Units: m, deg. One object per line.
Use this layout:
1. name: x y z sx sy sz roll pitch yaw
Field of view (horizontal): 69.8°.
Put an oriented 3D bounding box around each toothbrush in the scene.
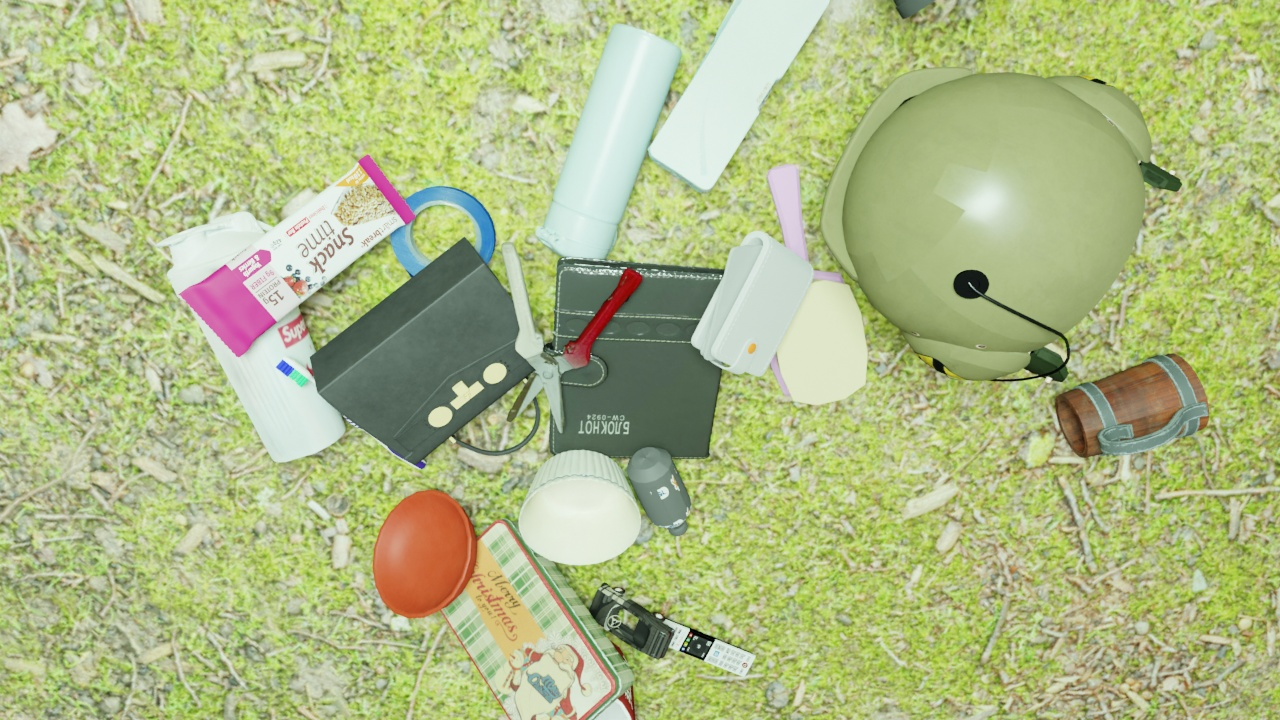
1. toothbrush: -0.263 0.053 0.848 0.016 0.015 0.186 -52 132 -13

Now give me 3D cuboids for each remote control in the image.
1. remote control: 0.061 0.301 0.973 0.124 0.011 0.028 24 102 -9

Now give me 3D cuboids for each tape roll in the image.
1. tape roll: -0.181 -0.115 0.845 0.093 0.016 0.091 -21 105 2

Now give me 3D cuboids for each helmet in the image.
1. helmet: 0.267 -0.119 0.735 0.233 0.255 0.250 24 101 -13

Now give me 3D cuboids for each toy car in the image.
1. toy car: -0.011 0.267 0.933 0.092 0.037 0.040 27 106 24

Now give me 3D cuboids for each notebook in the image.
1. notebook: -0.005 0.005 0.853 0.169 0.029 0.209 2 121 -5

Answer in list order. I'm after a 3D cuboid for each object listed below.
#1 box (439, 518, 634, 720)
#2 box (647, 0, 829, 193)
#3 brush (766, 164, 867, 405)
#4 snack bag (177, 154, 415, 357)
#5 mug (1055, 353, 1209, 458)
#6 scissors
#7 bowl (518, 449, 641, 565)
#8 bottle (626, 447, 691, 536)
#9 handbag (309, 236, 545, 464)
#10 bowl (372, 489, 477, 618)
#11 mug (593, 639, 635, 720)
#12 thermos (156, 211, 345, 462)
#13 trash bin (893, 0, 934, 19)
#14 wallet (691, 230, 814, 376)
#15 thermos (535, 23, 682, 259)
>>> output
1. box: -0.108 0.262 0.880 0.118 0.050 0.205 -42 66 8
2. box: 0.082 -0.245 0.795 0.083 0.067 0.199 28 95 -31
3. brush: 0.156 -0.069 0.863 0.089 0.043 0.229 -13 106 0
4. snack bag: -0.286 -0.091 0.782 0.196 0.016 0.070 -43 117 -20
5. mug: 0.475 0.052 0.877 0.111 0.117 0.081 -18 105 5
6. scissors: -0.077 -0.025 0.806 0.199 0.015 0.179 -33 117 19
7. bowl: -0.058 0.135 0.884 0.115 0.062 0.115 -1 126 -2
8. bottle: 0.022 0.132 0.900 0.047 0.047 0.112 -22 128 3
9. handbag: -0.166 0.021 0.851 0.175 0.072 0.196 -38 125 -2
10. bowl: -0.203 0.189 0.893 0.122 0.122 0.035 -46 147 9
11. mug: -0.043 0.361 0.940 0.080 0.096 0.116 -19 105 2
12. thermos: -0.343 -0.021 0.830 0.099 0.099 0.220 -17 111 1
13. trash bin: 0.230 -0.424 0.689 0.218 0.217 0.227 -37 100 6
14. wallet: 0.091 -0.049 0.789 0.115 0.037 0.118 21 98 -51
15. thermos: -0.029 -0.184 0.810 0.077 0.065 0.207 5 110 -49
